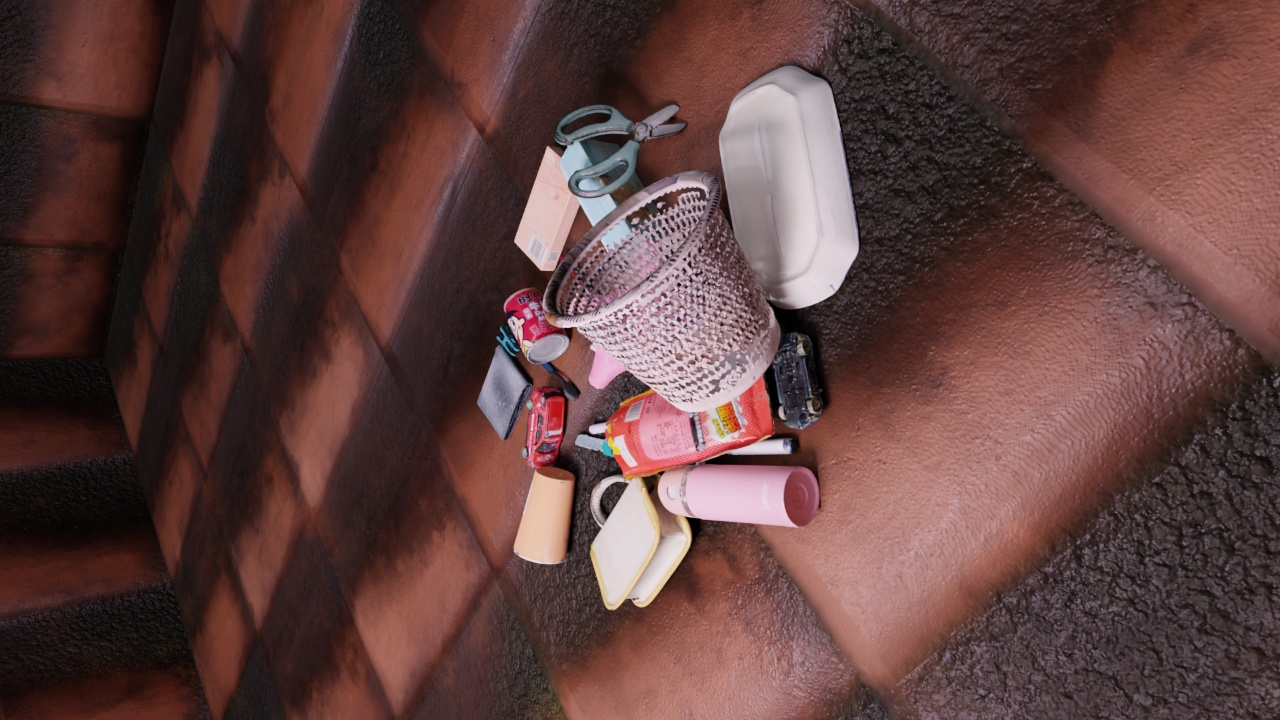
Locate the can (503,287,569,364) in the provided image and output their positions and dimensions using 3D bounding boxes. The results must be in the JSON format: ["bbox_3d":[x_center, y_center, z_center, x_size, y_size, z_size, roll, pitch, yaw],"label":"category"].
[{"bbox_3d":[-0.151,-0.051,1.315,0.067,0.066,0.093,-51,57,36],"label":"can"}]

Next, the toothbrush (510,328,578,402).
[{"bbox_3d":[-0.144,0.003,1.351,0.189,0.014,0.016,43,146,37],"label":"toothbrush"}]

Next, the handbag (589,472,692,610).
[{"bbox_3d":[-0.011,0.214,1.198,0.164,0.063,0.178,-60,37,30],"label":"handbag"}]

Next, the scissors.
[{"bbox_3d":[-0.034,-0.285,1.142,0.177,0.019,0.169,-37,64,0],"label":"scissors"}]

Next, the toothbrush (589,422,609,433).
[{"bbox_3d":[-0.007,0.083,1.204,0.190,0.029,0.021,-12,43,49],"label":"toothbrush"}]

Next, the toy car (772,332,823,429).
[{"bbox_3d":[0.172,0.022,0.996,0.049,0.031,0.105,-16,78,50],"label":"toy car"}]

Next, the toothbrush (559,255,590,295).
[{"bbox_3d":[-0.060,-0.079,1.254,0.187,0.017,0.016,53,125,28],"label":"toothbrush"}]

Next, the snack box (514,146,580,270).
[{"bbox_3d":[-0.128,-0.216,1.308,0.084,0.026,0.158,47,124,35],"label":"snack box"}]

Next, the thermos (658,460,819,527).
[{"bbox_3d":[0.106,0.142,1.053,0.199,0.067,0.087,-4,82,48],"label":"thermos"}]

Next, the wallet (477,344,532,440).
[{"bbox_3d":[-0.214,0.051,1.428,0.097,0.019,0.121,50,128,35],"label":"wallet"}]

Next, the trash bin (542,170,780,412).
[{"bbox_3d":[0.041,-0.058,0.985,0.228,0.192,0.227,-32,28,19],"label":"trash bin"}]

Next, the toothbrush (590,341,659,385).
[{"bbox_3d":[-0.007,0.007,1.202,0.180,0.016,0.016,29,107,43],"label":"toothbrush"}]

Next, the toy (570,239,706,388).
[{"bbox_3d":[0.000,-0.032,1.139,0.195,0.074,0.178,-38,84,26],"label":"toy"}]

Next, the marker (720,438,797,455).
[{"bbox_3d":[0.126,0.099,1.061,0.131,0.018,0.022,-9,104,48],"label":"marker"}]

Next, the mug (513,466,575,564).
[{"bbox_3d":[-0.133,0.219,1.313,0.078,0.078,0.123,20,102,45],"label":"mug"}]

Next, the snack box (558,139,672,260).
[{"bbox_3d":[-0.032,-0.205,1.170,0.052,0.074,0.174,-49,59,38],"label":"snack box"}]

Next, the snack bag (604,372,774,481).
[{"bbox_3d":[0.058,0.066,1.075,0.208,0.073,0.128,-23,55,30],"label":"snack bag"}]

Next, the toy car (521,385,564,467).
[{"bbox_3d":[-0.137,0.098,1.320,0.045,0.052,0.120,22,109,47],"label":"toy car"}]

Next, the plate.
[{"bbox_3d":[0.150,-0.189,1.003,0.162,0.034,0.265,-14,83,47],"label":"plate"}]

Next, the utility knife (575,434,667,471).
[{"bbox_3d":[-0.021,0.122,1.225,0.210,0.013,0.029,6,97,47],"label":"utility knife"}]

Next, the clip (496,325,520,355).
[{"bbox_3d":[-0.203,-0.029,1.412,0.057,0.014,0.048,50,124,32],"label":"clip"}]
